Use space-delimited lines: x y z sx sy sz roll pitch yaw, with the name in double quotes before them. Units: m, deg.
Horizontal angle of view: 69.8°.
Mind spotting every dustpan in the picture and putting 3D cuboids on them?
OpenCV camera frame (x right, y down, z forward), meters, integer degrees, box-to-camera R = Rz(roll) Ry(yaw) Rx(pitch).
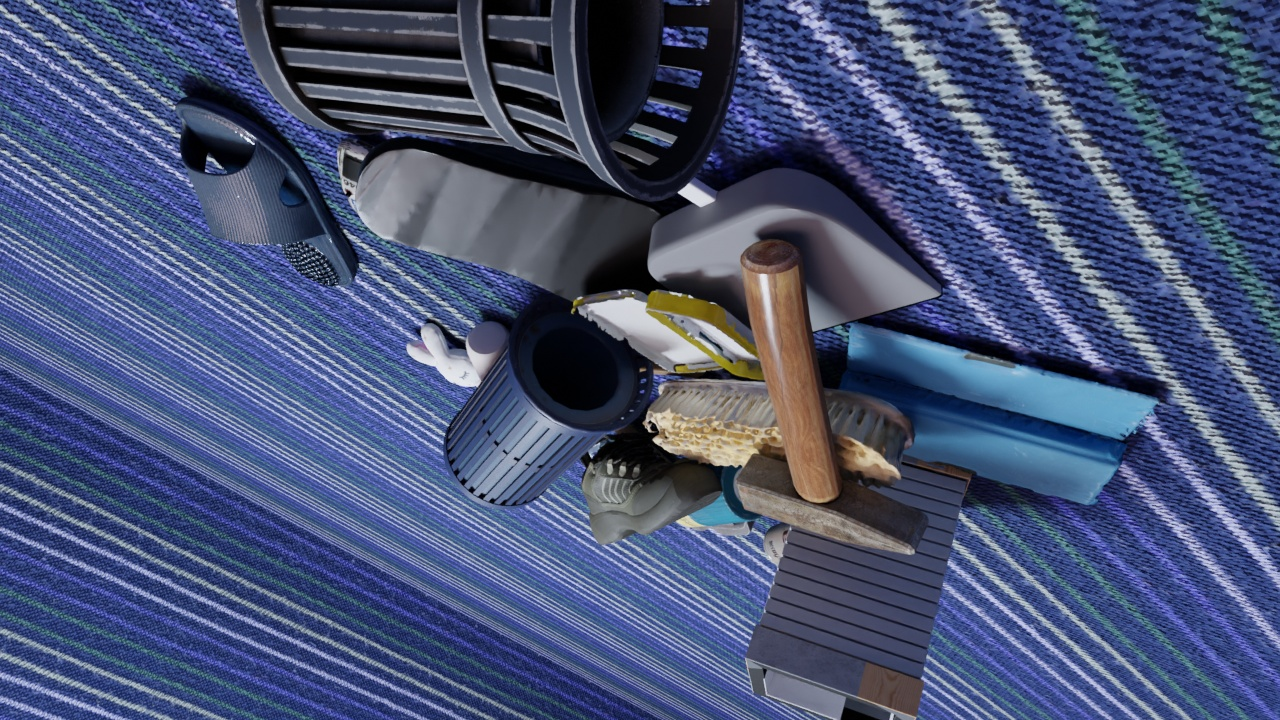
"dustpan" 0.070 -0.087 0.644 0.257 0.033 0.164 25 152 -36

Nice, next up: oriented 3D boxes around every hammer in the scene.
"hammer" 0.126 0.033 0.689 0.158 0.037 0.301 14 142 33
"hammer" 0.030 0.128 1.131 0.120 0.030 0.331 -3 140 46

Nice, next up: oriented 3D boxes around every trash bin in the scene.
"trash bin" 0.208 0.202 0.865 0.142 0.246 0.142 14 153 18
"trash bin" -0.104 0.053 0.913 0.139 0.139 0.250 29 144 -12
"trash bin" -0.084 -0.182 0.485 0.228 0.164 0.164 14 153 27

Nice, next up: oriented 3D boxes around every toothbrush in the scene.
"toothbrush" -0.006 0.005 0.932 0.167 0.016 0.016 3 147 36

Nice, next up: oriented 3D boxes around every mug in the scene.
"mug" 0.100 0.152 1.055 0.113 0.083 0.107 25 154 -29

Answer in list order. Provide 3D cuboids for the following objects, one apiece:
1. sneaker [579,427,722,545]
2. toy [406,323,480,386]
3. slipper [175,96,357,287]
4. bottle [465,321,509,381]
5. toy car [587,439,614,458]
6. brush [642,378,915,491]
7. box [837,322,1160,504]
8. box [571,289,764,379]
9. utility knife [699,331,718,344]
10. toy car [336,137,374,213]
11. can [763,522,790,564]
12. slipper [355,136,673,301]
"sneaker" -0.002 0.113 1.005 0.239 0.100 0.143 -31 80 58
"toy" -0.212 0.006 1.077 0.125 0.037 0.076 33 149 -18
"slipper" -0.359 -0.134 0.883 0.101 0.082 0.264 11 152 19
"bottle" -0.156 0.011 1.024 0.051 0.051 0.146 17 153 14
"toy car" -0.045 0.122 1.171 0.038 0.027 0.090 34 152 -17
"brush" 0.117 0.062 0.832 0.272 0.056 0.083 4 143 43
"box" 0.277 0.044 0.759 0.232 0.033 0.175 15 151 18
"box" 0.043 -0.016 0.768 0.130 0.034 0.209 3 167 28
"utility knife" 0.092 -0.021 0.804 0.117 0.015 0.022 4 158 37
"toy car" -0.237 -0.149 0.800 0.048 0.040 0.113 23 155 3
"can" 0.205 0.215 1.113 0.054 0.054 0.136 29 153 -12
"slipper" -0.079 -0.118 0.700 0.265 0.083 0.109 14 132 -24
